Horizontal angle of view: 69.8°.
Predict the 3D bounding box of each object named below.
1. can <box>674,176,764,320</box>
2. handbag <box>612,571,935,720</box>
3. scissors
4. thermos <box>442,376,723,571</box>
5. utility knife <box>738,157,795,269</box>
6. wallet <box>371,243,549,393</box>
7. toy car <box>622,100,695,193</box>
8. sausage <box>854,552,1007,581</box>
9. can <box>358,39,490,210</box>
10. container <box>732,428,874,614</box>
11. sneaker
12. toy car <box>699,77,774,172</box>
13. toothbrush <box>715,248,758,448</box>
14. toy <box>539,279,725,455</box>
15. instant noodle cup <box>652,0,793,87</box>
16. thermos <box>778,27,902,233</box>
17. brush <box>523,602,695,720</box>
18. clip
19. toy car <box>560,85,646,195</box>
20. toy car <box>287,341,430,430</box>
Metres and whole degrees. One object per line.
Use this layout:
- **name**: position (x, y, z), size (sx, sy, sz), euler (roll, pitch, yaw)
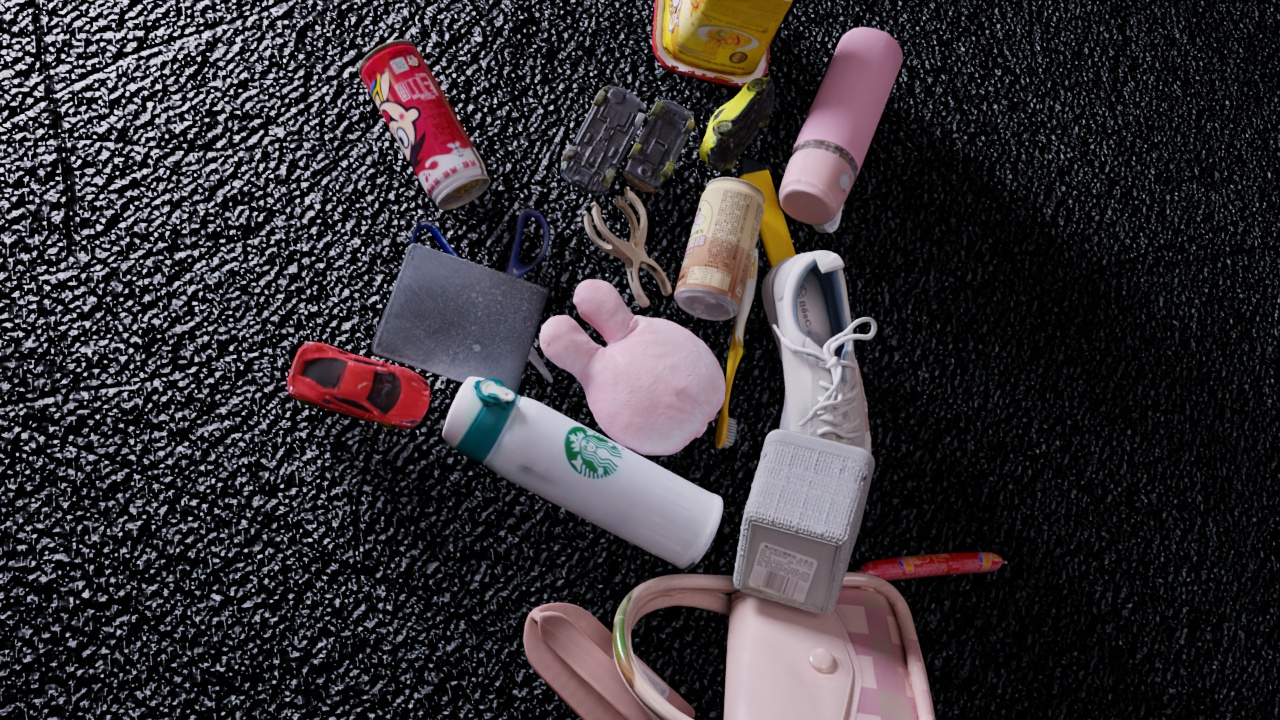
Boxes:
- **can**: position (0.071, -0.097, 0.807), size (0.058, 0.059, 0.116), euler (20, 72, -11)
- **handbag**: position (0.091, 0.231, 0.678), size (0.234, 0.094, 0.192), euler (16, 32, -2)
- **scissors**: position (-0.124, -0.058, 0.764), size (0.175, 0.012, 0.162), euler (37, 70, -8)
- **thermos**: position (-0.046, 0.084, 0.718), size (0.224, 0.073, 0.073), euler (29, 70, -9)
- **utility knife**: position (0.121, -0.116, 0.851), size (0.033, 0.015, 0.153), euler (-14, 82, -13)
- **wallet**: position (-0.144, -0.032, 0.738), size (0.121, 0.019, 0.097), euler (19, 78, -11)
- **toy car**: position (0.016, -0.194, 0.827), size (0.042, 0.035, 0.090), euler (29, 70, -10)
- **sausage**: position (0.260, 0.183, 0.816), size (0.155, 0.020, 0.020), euler (0, 77, -17)
- **can**: position (-0.178, -0.193, 0.758), size (0.053, 0.053, 0.132), euler (-29, 86, -21)
- **container**: position (0.125, 0.126, 0.714), size (0.090, 0.090, 0.114), euler (12, 30, 15)
- **sneaker**: position (0.164, 0.023, 0.783), size (0.089, 0.091, 0.242), euler (-7, 86, -17)
- **toy car**: position (0.090, -0.222, 0.854), size (0.032, 0.048, 0.105), euler (28, 67, 27)
- **toothbrush**: position (0.089, -0.013, 0.815), size (0.018, 0.016, 0.191), euler (19, 72, -23)
- **toy**: position (-0.005, 0.004, 0.761), size (0.159, 0.054, 0.121), euler (43, 61, -4)
- **instant noodle cup**: position (0.081, -0.328, 0.833), size (0.116, 0.124, 0.116), euler (9, 74, -15)
- **thermos**: position (0.193, -0.215, 0.873), size (0.087, 0.067, 0.198), euler (46, 59, -45)
- **brush**: position (-0.028, 0.238, 0.686), size (0.145, 0.073, 0.063), euler (45, 69, 0)
- **clip**: position (0.001, -0.106, 0.803), size (0.104, 0.035, 0.083), euler (45, 69, -7)
- **toy car**: position (-0.033, -0.195, 0.814), size (0.049, 0.031, 0.105), euler (29, 71, -9)
- **toy car**: position (-0.215, 0.020, 0.707), size (0.106, 0.031, 0.049), euler (19, 73, -14)
